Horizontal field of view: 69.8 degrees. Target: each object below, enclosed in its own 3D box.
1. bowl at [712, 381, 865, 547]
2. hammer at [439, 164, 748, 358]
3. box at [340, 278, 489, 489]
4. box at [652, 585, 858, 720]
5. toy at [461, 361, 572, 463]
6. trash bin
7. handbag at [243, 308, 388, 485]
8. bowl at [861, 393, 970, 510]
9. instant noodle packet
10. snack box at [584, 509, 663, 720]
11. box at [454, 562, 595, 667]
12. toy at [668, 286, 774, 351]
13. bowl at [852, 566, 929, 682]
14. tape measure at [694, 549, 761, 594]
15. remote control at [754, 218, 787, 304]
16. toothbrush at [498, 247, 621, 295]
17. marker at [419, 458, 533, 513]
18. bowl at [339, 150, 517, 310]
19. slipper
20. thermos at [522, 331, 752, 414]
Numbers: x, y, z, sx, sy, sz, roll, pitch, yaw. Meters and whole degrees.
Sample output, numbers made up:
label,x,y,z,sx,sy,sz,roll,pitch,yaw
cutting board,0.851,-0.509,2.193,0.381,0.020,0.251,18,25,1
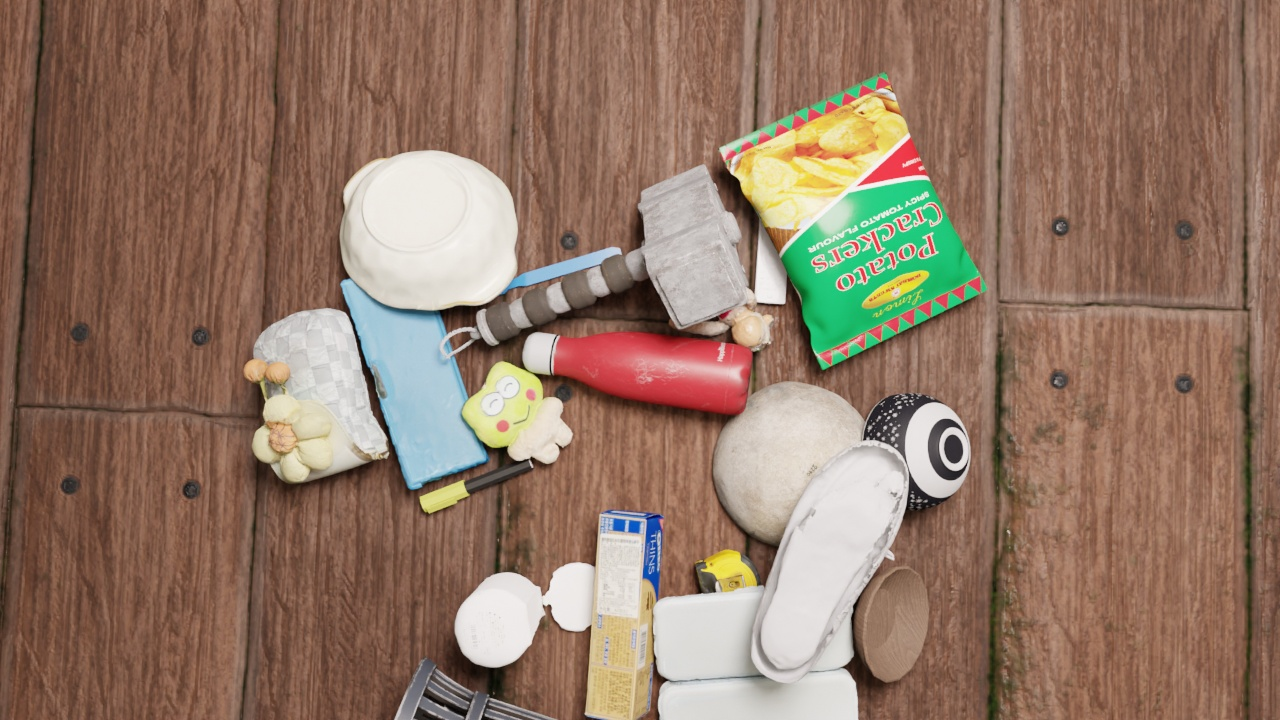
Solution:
label,x,y,z,sx,sy,sz,roll,pitch,yaw
bowl,0.166,0.112,0.948,0.178,0.081,0.178,0,88,2
hammer,-0.054,-0.075,0.934,0.327,0.176,0.079,-21,124,13
box,-0.242,0.015,0.983,0.093,0.052,0.231,-19,87,-17
box,0.119,0.324,0.944,0.209,0.037,0.189,-2,104,-1
toy,-0.126,0.060,0.969,0.115,0.046,0.092,39,67,-7
trash bin,-0.133,0.408,0.899,0.227,0.164,0.164,19,87,-2
handbag,-0.342,0.035,0.937,0.113,0.123,0.171,-18,85,19
bowl,0.290,0.091,0.926,0.120,0.066,0.120,5,80,-32
instant noodle packet,0.222,-0.146,0.953,0.195,0.090,0.252,-26,91,-4
snack box,-0.016,0.260,0.947,0.056,0.057,0.206,3,85,23
box,-0.107,0.255,0.932,0.150,0.106,0.080,-12,89,-1
toy,0.094,-0.042,0.968,0.106,0.074,0.085,38,120,-17
bowl,0.252,0.267,0.941,0.117,0.030,0.118,-2,92,-41
tape measure,0.094,0.233,0.963,0.064,0.037,0.065,-15,87,0
remote control,0.143,-0.126,0.993,0.033,0.012,0.131,4,87,-1
toothbrush,-0.101,-0.095,0.995,0.166,0.014,0.016,-17,87,-1
marker,-0.174,0.133,0.981,0.124,0.017,0.021,-21,42,-2
bowl,-0.225,-0.149,0.951,0.219,0.060,0.188,38,73,14
slipper,0.183,0.192,0.886,0.112,0.074,0.247,25,94,-3
thermos,-0.006,0.006,0.959,0.240,0.073,0.073,8,87,7
